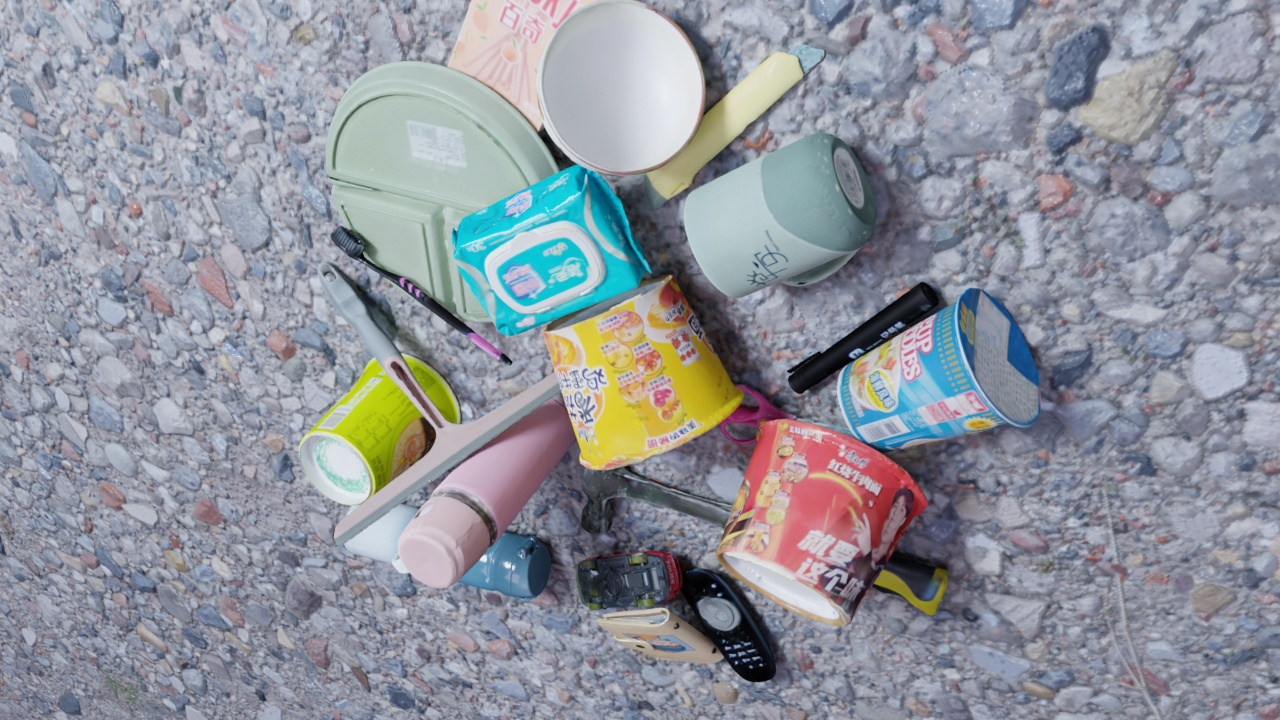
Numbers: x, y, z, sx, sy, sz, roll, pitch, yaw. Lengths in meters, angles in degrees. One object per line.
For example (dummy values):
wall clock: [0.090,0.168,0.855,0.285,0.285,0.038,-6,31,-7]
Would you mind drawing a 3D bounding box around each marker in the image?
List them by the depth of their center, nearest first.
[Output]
marker: [0.161,-0.015,0.677,0.132,0.020,0.022,-39,69,38]

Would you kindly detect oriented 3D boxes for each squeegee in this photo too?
squeegee: [-0.218,0.002,0.814,0.249,0.247,0.040,48,163,22]

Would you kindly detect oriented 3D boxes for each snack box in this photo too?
snack box: [-0.073,-0.248,0.641,0.084,0.026,0.158,34,128,1]

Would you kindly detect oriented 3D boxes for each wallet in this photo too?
wallet: [0.018,0.265,0.882,0.087,0.024,0.115,-13,143,29]

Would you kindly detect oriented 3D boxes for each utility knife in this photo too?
utility knife: [0.058,-0.162,0.638,0.031,0.018,0.167,46,129,-11]

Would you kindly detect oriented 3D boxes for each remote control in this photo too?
remote control: [0.084,0.246,0.866,0.053,0.024,0.136,-23,105,36]

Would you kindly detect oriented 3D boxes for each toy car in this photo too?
toy car: [-0.012,0.208,0.870,0.121,0.045,0.053,-15,81,40]

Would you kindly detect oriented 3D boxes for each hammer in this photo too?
hammer: [0.099,0.143,0.793,0.323,0.031,0.126,16,125,16]

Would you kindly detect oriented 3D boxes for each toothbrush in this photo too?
toothbrush: [-0.185,-0.055,0.781,0.189,0.014,0.018,36,125,-2]

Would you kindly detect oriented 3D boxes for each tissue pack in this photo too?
tissue pack: [-0.065,-0.080,0.677,0.134,0.050,0.093,-22,125,17]

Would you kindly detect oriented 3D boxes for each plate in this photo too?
plate: [-0.160,-0.124,0.740,0.230,0.027,0.231,15,132,17]

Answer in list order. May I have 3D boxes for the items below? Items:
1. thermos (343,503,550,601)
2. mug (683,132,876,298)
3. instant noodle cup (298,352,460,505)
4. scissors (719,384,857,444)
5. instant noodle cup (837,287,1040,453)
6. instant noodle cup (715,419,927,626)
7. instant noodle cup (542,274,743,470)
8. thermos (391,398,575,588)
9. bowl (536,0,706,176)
thermos: [-0.199,0.193,0.942,0.221,0.070,0.070,10,122,20]
mug: [0.105,-0.091,0.626,0.107,0.082,0.111,-22,138,32]
instant noodle cup: [-0.247,0.070,0.853,0.112,0.123,0.112,12,123,18]
scissors: [0.127,0.053,0.738,0.133,0.017,0.056,10,117,16]
instant noodle cup: [0.201,0.017,0.636,0.110,0.099,0.099,-29,104,42]
instant noodle cup: [0.129,0.125,0.684,0.138,0.108,0.138,27,160,10]
instant noodle cup: [-0.004,0.004,0.701,0.138,0.137,0.110,-16,103,32]
thermos: [-0.133,0.110,0.778,0.087,0.198,0.067,-25,107,36]
bowl: [-0.018,-0.178,0.623,0.113,0.113,0.062,53,168,-11]
